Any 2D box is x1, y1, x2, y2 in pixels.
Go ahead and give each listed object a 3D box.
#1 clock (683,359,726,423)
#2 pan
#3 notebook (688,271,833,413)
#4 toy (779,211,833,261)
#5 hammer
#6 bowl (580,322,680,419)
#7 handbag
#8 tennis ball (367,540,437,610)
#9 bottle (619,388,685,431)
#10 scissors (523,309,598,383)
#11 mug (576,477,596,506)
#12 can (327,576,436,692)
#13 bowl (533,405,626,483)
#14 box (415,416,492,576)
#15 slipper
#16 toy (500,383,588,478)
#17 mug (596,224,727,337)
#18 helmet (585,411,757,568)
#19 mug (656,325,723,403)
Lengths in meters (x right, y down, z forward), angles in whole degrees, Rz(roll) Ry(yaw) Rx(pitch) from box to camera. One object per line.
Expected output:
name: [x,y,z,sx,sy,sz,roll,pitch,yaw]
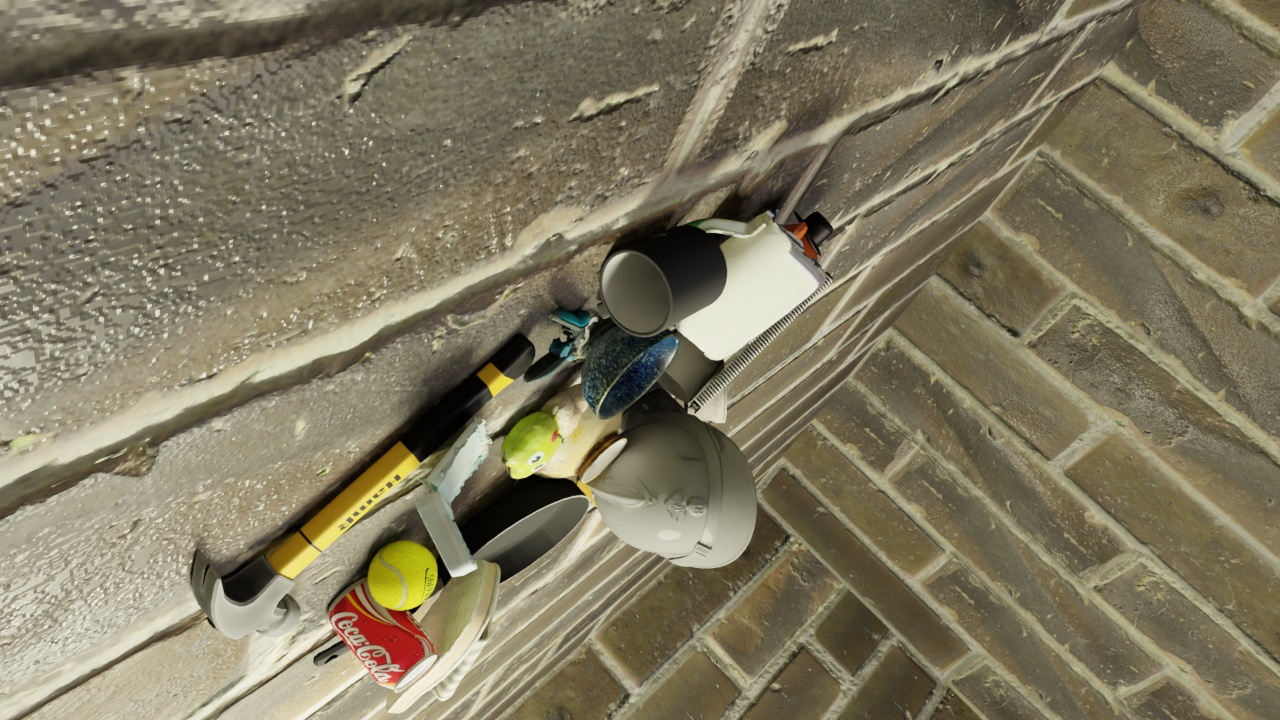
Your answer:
clock: [0.077,0.014,1.188,0.103,0.061,0.157,-96,-177,-58]
pan: [-0.211,0.238,1.052,0.354,0.044,0.205,-25,157,-32]
notebook: [0.135,-0.015,1.072,0.206,0.016,0.149,-44,175,-3]
toy: [0.142,-0.098,1.034,0.176,0.096,0.112,-30,168,14]
hammer: [-0.206,0.092,0.726,0.324,0.034,0.170,-43,164,-15]
bowl: [-0.021,-0.001,0.913,0.114,0.061,0.114,-40,162,-16]
handbag: [0.081,-0.095,0.916,0.151,0.074,0.176,-38,141,18]
tennis ball: [-0.230,0.208,0.888,0.065,0.065,0.065,-42,164,-15]
bottle: [0.059,0.119,1.218,0.083,0.174,0.046,-23,153,-55]
scissors: [-0.065,-0.019,0.795,0.155,0.019,0.125,-58,169,-37]
mug: [-0.031,0.174,1.274,0.101,0.094,0.123,-50,166,18]
can: [-0.255,0.270,0.907,0.064,0.105,0.064,-42,164,-15]
bowl: [-0.063,0.093,1.040,0.145,0.063,0.145,-41,164,-14]
box: [-0.151,0.124,0.794,0.198,0.074,0.126,126,-12,-75]
slipper: [-0.212,0.307,0.991,0.273,0.054,0.114,-49,-158,37]
toy: [-0.094,0.069,0.935,0.117,0.043,0.092,-43,164,-15]
mug: [0.009,-0.066,0.818,0.114,0.078,0.087,-23,-175,44]
helmet: [0.006,0.153,1.085,0.117,0.272,0.183,3,95,-36]
mug: [0.056,-0.016,1.093,0.089,0.071,0.107,-47,138,-13]
